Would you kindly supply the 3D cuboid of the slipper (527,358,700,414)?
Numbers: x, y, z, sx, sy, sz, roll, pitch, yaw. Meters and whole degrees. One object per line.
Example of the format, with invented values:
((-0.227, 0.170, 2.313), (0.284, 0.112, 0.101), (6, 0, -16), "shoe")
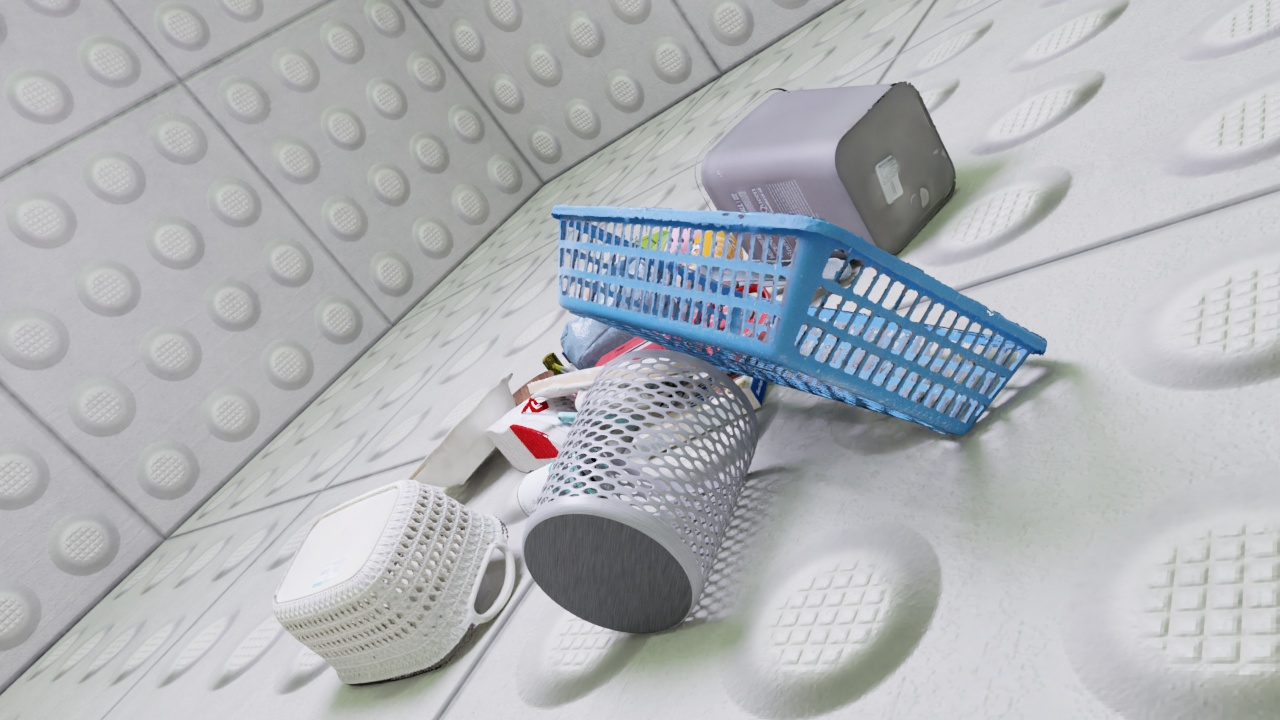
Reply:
((-0.031, 0.027, 1.043), (0.114, 0.054, 0.273), (-18, 6, -39), "slipper")

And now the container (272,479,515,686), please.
((-0.267, 0.231, 0.967), (0.252, 0.143, 0.184), (-24, 36, 37), "container")

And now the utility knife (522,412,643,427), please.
((-0.065, 0.066, 1.043), (0.022, 0.147, 0.015), (31, 114, 62), "utility knife")

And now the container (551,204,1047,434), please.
((0.095, -0.035, 0.744), (0.363, 0.257, 0.089), (17, 87, 57), "container")

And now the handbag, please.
((-0.029, -0.067, 1.264), (0.192, 0.122, 0.118), (-42, 62, 1), "handbag")

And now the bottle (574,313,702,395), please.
((-0.007, 0.007, 1.155), (0.177, 0.062, 0.062), (-30, 20, 24), "bottle")

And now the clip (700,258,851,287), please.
((0.161, -0.103, 1.096), (0.173, 0.030, 0.164), (0, 2, 8), "clip")

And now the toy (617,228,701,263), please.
((0.033, -0.158, 1.429), (0.189, 0.087, 0.239), (-25, 5, -39), "toy")

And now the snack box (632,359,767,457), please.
((0.065, 0.047, 0.975), (0.150, 0.026, 0.081), (-27, 18, 29), "snack box")

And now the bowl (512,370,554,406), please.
((-0.163, 0.061, 1.377), (0.102, 0.026, 0.114), (-34, 19, 13), "bowl")

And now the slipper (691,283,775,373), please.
((0.104, -0.047, 1.046), (0.103, 0.059, 0.248), (-32, 10, 8), "slipper")

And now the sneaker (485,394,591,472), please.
((-0.104, 0.081, 1.128), (0.104, 0.090, 0.237), (-44, 14, -21), "sneaker")

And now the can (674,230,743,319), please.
((0.095, -0.120, 1.246), (0.079, 0.079, 0.142), (-28, 20, 28), "can")

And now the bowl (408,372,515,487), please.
((-0.231, 0.113, 1.274), (0.218, 0.060, 0.189), (-48, 1, -28), "bowl")

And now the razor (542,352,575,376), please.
((-0.110, 0.017, 1.383), (0.026, 0.042, 0.106), (-41, 27, -18), "razor")

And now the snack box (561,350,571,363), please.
((-0.060, -0.056, 1.467), (0.082, 0.027, 0.149), (-22, 24, 38), "snack box")

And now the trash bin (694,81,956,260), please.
((0.224, -0.217, 1.088), (0.197, 0.197, 0.220), (-45, 26, -19), "trash bin")

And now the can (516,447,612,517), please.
((-0.082, 0.135, 0.995), (0.102, 0.055, 0.054), (-28, 20, 29), "can")

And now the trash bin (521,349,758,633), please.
((0.001, 0.107, 0.751), (0.157, 0.156, 0.182), (-25, 24, 35), "trash bin")
